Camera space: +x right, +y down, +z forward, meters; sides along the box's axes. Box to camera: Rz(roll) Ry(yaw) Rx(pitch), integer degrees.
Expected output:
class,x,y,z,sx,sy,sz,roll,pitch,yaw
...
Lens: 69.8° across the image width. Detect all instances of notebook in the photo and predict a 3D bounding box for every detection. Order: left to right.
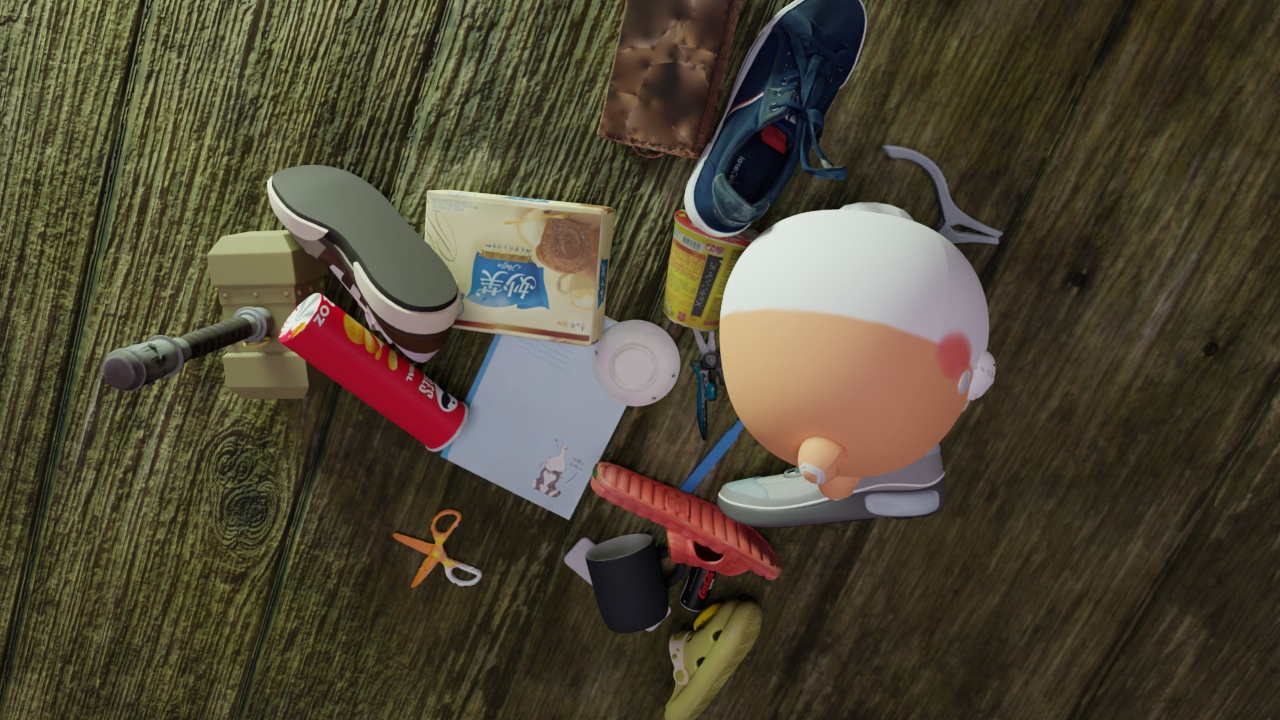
class,x,y,z,sx,sy,sz,roll,pitch,yaw
notebook,-0.114,0.049,1.105,0.181,0.009,0.254,26,105,0

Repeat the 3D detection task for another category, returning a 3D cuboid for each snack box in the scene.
class,x,y,z,sx,sy,sz,roll,pitch,yaw
snack box,-0.140,-0.106,1.038,0.207,0.055,0.153,8,103,11

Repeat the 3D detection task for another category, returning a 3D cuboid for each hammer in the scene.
class,x,y,z,sx,sy,sz,roll,pitch,yaw
hammer,-0.442,-0.027,0.964,0.101,0.324,0.190,-1,103,7

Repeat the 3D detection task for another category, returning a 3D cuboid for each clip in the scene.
class,x,y,z,sx,sy,sz,roll,pitch,yaw
clip,0.296,-0.177,0.992,0.169,0.031,0.164,-13,103,9

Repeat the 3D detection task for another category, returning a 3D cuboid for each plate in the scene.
class,x,y,z,sx,sy,sz,roll,pitch,yaw
plate,-0.006,0.006,1.065,0.104,0.026,0.104,1,104,5

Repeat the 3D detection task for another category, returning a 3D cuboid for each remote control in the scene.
class,x,y,z,sx,sy,sz,roll,pitch,yaw
remote control,-0.029,0.281,1.152,0.146,0.008,0.045,40,105,-4

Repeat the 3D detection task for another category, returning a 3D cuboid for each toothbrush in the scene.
class,x,y,z,sx,sy,sz,roll,pitch,yaw
toothbrush,0.093,0.108,1.080,0.016,0.014,0.167,33,114,-10

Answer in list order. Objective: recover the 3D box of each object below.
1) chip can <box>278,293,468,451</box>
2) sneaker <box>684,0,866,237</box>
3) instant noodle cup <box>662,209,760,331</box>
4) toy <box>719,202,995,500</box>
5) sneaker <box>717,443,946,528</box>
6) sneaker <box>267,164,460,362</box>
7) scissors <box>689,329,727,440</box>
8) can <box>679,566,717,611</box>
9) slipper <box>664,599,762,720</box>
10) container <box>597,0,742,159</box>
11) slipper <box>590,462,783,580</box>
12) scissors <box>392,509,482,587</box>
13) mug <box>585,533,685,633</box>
class,x,y,z,sx,sy,sz,roll,pitch,yaw
chip can,-0.298,0.017,1.040,0.069,0.069,0.220,-37,124,14
sneaker,0.156,-0.254,0.904,0.120,0.127,0.294,33,80,-15
instant noodle cup,0.070,-0.098,1.011,0.100,0.100,0.113,17,116,2
toy,0.207,-0.009,0.901,0.266,0.262,0.280,9,78,22
sneaker,0.213,0.103,1.046,0.257,0.093,0.160,-4,95,9
sneaker,-0.311,-0.105,1.029,0.294,0.111,0.117,39,135,20
scissors,0.091,0.031,1.070,0.119,0.019,0.151,22,106,0
can,0.075,0.265,1.123,0.031,0.031,0.080,20,105,2
slipper,0.077,0.362,1.130,0.081,0.091,0.191,37,103,29
container,0.032,-0.309,0.948,0.114,0.112,0.199,13,106,3
slipper,0.048,0.198,1.073,0.249,0.103,0.059,27,105,-1
scissors,-0.255,0.247,1.170,0.131,0.011,0.125,36,104,-2
mug,0.002,0.262,1.107,0.121,0.085,0.094,-17,97,-27
